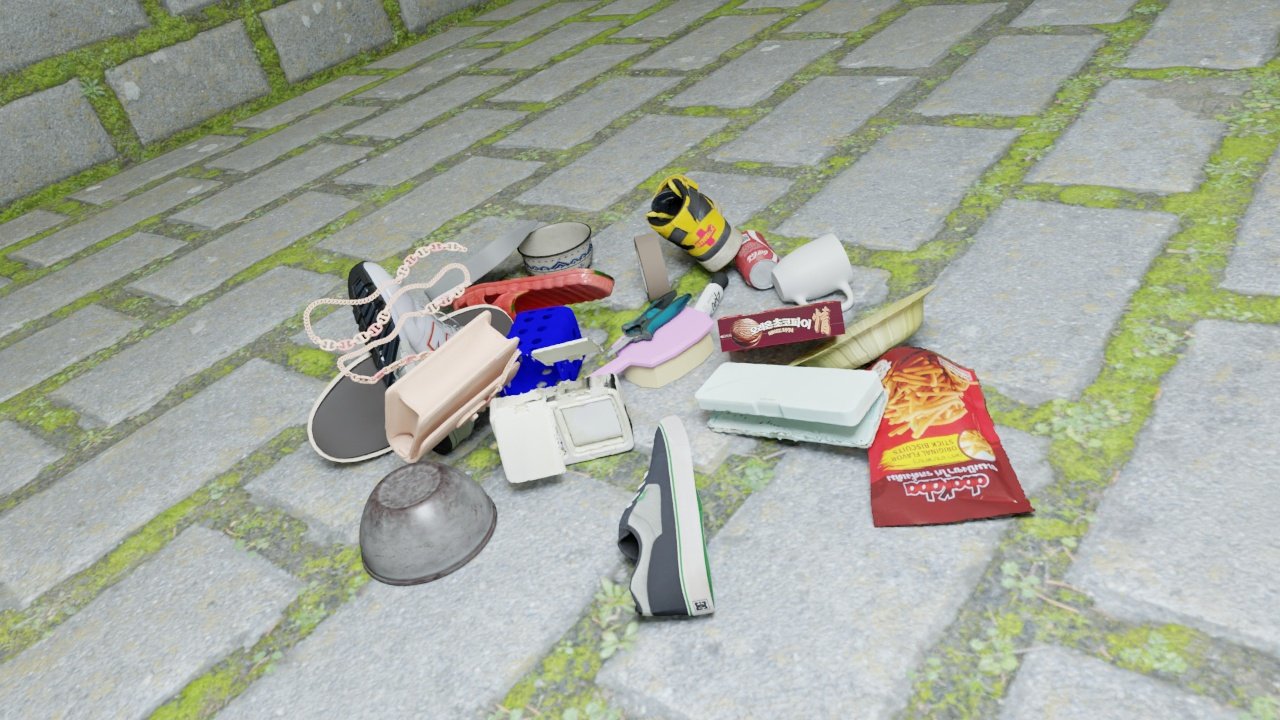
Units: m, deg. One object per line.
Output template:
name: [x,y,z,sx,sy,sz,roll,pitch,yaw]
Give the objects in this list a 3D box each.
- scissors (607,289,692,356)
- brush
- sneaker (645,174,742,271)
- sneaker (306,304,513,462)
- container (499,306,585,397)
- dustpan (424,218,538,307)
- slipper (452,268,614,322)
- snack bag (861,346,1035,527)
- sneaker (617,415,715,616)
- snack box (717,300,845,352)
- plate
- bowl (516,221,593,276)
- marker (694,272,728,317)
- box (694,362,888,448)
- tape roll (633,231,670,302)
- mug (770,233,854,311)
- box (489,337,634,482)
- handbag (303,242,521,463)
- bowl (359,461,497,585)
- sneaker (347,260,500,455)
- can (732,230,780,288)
scissors: [0.015,-0.047,1.123,0.135,0.019,0.130,-14,32,4]
brush: [-0.007,0.006,1.108,0.228,0.043,0.089,-33,37,-28]
sneaker: [0.061,-0.214,1.324,0.086,0.122,0.238,-49,24,11]
sneaker: [-0.298,0.024,1.160,0.293,0.112,0.117,-39,14,-30]
container: [-0.122,-0.003,1.131,0.085,0.084,0.113,-7,31,13]
dustpan: [-0.247,-0.128,1.334,0.163,0.033,0.257,-31,8,22]
slipper: [-0.145,-0.071,1.237,0.249,0.103,0.059,-8,73,30]
snack bag: [0.285,0.079,0.894,0.139,0.067,0.207,-2,43,8]
sneaker: [0.017,0.138,0.860,0.079,0.084,0.234,-11,35,5]
snack box: [0.161,-0.041,1.059,0.133,0.036,0.152,-8,3,8]
plate: [0.249,-0.021,1.009,0.184,0.036,0.184,-29,-2,-1]
bowl: [-0.125,-0.160,1.399,0.115,0.059,0.115,-10,32,6]
marker: [0.092,-0.081,1.225,0.025,0.025,0.125,2,35,23]
box: [0.151,0.038,0.944,0.199,0.072,0.086,2,71,43]
tape roll: [0.016,-0.128,1.262,0.030,0.094,0.093,-14,32,-1]
mug: [0.224,-0.099,1.177,0.089,0.071,0.107,-23,60,1]
box: [-0.091,0.051,0.948,0.143,0.182,0.080,-14,39,5]
handbag: [-0.236,-0.010,1.001,0.187,0.117,0.198,41,57,8]
bowl: [-0.226,0.154,0.940,0.145,0.067,0.144,-10,32,6]
sneaker: [-0.243,-0.019,1.085,0.124,0.240,0.089,-30,12,-39]
can: [0.159,-0.139,1.263,0.054,0.054,0.096,-15,32,-2]
